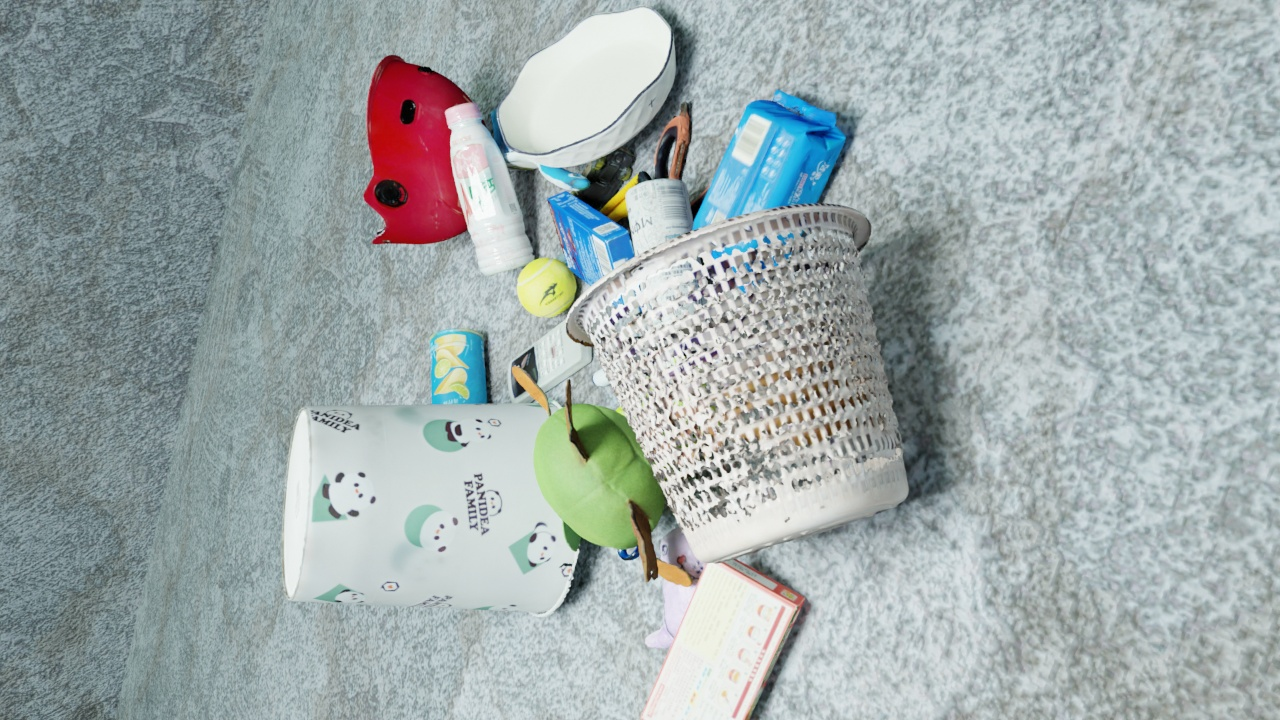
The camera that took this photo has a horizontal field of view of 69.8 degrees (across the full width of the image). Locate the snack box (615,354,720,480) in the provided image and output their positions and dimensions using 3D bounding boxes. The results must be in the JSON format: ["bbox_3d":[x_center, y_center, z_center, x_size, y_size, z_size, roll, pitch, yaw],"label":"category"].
[{"bbox_3d":[0.009,0.070,0.856,0.157,0.026,0.085,-49,47,35],"label":"snack box"}]

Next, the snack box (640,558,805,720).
[{"bbox_3d":[0.062,0.235,0.717,0.077,0.027,0.156,27,105,22],"label":"snack box"}]

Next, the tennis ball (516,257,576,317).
[{"bbox_3d":[-0.103,-0.080,1.008,0.066,0.065,0.065,-17,68,50],"label":"tennis ball"}]

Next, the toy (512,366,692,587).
[{"bbox_3d":[-0.033,0.094,0.732,0.227,0.090,0.247,56,167,2],"label":"toy"}]

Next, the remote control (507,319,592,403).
[{"bbox_3d":[-0.105,0.001,1.028,0.150,0.021,0.058,-33,57,44],"label":"remote control"}]

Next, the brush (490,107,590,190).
[{"bbox_3d":[-0.114,-0.243,1.042,0.315,0.060,0.109,-162,78,-64],"label":"brush"}]

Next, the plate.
[{"bbox_3d":[-0.052,-0.276,0.939,0.205,0.045,0.204,-18,50,22],"label":"plate"}]

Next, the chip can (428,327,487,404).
[{"bbox_3d":[-0.221,0.068,1.125,0.071,0.071,0.210,-32,57,45],"label":"chip can"}]

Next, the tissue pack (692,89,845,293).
[{"bbox_3d":[0.103,-0.140,0.758,0.095,0.052,0.157,48,119,49],"label":"tissue pack"}]

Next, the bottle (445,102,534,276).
[{"bbox_3d":[-0.182,-0.201,1.080,0.068,0.068,0.197,-4,104,53],"label":"bottle"}]

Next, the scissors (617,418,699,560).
[{"bbox_3d":[-0.005,0.098,0.834,0.163,0.012,0.175,-2,81,52],"label":"scissors"}]

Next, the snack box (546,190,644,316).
[{"bbox_3d":[-0.044,-0.109,0.915,0.157,0.026,0.085,42,153,54],"label":"snack box"}]

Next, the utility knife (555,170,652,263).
[{"bbox_3d":[-0.048,-0.141,0.981,0.220,0.015,0.033,-33,50,52],"label":"utility knife"}]

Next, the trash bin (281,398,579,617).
[{"bbox_3d":[-0.215,0.145,0.920,0.230,0.251,0.229,-18,70,61],"label":"trash bin"}]

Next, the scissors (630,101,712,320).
[{"bbox_3d":[0.033,-0.141,0.885,0.189,0.015,0.226,16,96,53],"label":"scissors"}]

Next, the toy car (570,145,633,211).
[{"bbox_3d":[-0.045,-0.191,0.977,0.091,0.042,0.035,-54,34,30],"label":"toy car"}]

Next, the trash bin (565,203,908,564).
[{"bbox_3d":[0.081,0.028,0.635,0.228,0.227,0.192,-32,69,45],"label":"trash bin"}]

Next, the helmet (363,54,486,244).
[{"bbox_3d":[-0.258,-0.258,1.161,0.241,0.144,0.206,102,177,-53],"label":"helmet"}]

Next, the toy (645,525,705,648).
[{"bbox_3d":[0.041,0.190,0.769,0.084,0.039,0.108,-8,75,32],"label":"toy"}]

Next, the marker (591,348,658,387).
[{"bbox_3d":[-0.005,0.005,0.896,0.131,0.022,0.018,-23,49,51],"label":"marker"}]

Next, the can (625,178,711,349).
[{"bbox_3d":[0.026,-0.087,0.828,0.058,0.058,0.146,-21,75,49],"label":"can"}]
